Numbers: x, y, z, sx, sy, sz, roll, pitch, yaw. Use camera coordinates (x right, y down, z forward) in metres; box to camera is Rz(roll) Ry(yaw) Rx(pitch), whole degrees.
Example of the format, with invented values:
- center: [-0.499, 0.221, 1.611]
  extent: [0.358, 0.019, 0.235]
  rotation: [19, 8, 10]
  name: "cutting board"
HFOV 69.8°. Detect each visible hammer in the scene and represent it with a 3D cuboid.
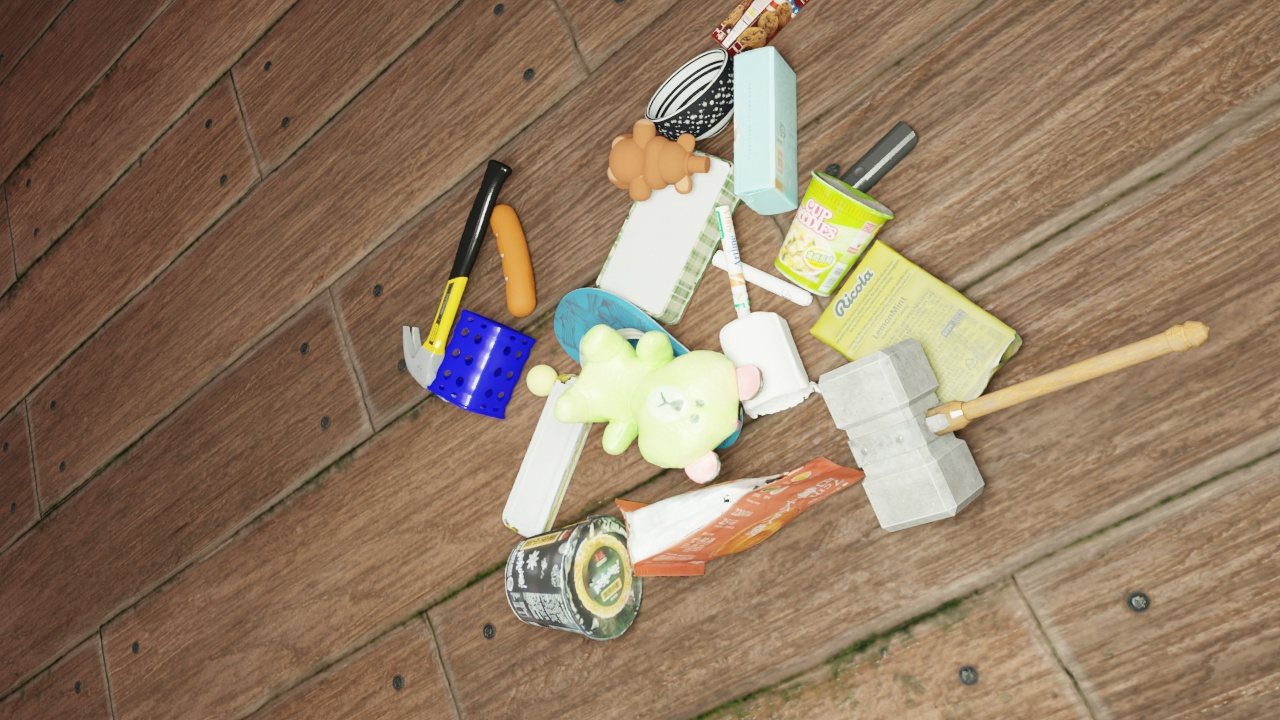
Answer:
- center: [-0.245, -0.115, 1.243]
  extent: [0.127, 0.029, 0.324]
  rotation: [30, 105, 36]
  name: "hammer"
- center: [0.325, 0.030, 0.800]
  extent: [0.319, 0.082, 0.162]
  rotation: [-28, 83, 43]
  name: "hammer"

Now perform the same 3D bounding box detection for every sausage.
- center: [-0.169, -0.136, 1.224]
  extent: [0.045, 0.039, 0.164]
  rotation: [-25, 69, 27]
  name: "sausage"

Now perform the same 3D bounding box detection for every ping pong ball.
- center: [-0.124, 0.025, 1.164]
  extent: [0.040, 0.040, 0.040]
  rotation: [-7, 77, 29]
  name: "ping pong ball"

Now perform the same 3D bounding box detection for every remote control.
- center: [0.241, -0.202, 1.013]
  extent: [0.147, 0.015, 0.033]
  rotation: [-43, 62, 16]
  name: "remote control"

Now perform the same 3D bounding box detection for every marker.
- center: [0.139, -0.094, 1.048]
  extent: [0.133, 0.017, 0.020]
  rotation: [29, 133, 31]
  name: "marker"
- center: [0.108, -0.104, 1.048]
  extent: [0.017, 0.017, 0.145]
  rotation: [-11, 91, 28]
  name: "marker"

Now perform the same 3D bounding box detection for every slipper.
- center: [-0.006, 0.006, 1.069]
  extent: [0.295, 0.060, 0.118]
  rotation: [35, 123, 28]
  name: "slipper"

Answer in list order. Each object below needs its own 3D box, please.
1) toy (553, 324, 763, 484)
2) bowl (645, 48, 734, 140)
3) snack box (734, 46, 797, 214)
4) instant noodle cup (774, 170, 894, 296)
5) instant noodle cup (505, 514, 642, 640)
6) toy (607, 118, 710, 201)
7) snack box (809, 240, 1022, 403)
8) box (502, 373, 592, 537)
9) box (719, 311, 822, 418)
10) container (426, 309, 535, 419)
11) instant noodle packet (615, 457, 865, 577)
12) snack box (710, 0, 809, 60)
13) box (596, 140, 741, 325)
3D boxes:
- center: [0.019, 0.042, 0.984]
  extent: [0.197, 0.107, 0.150]
  rotation: [24, 94, 9]
  name: "toy"
- center: [0.073, -0.305, 1.095]
  extent: [0.120, 0.066, 0.120]
  rotation: [-32, 32, 23]
  name: "bowl"
- center: [0.144, -0.260, 1.047]
  extent: [0.053, 0.075, 0.174]
  rotation: [-4, 78, 30]
  name: "snack box"
- center: [0.199, -0.132, 0.978]
  extent: [0.099, 0.098, 0.108]
  rotation: [42, 115, 30]
  name: "instant noodle cup"
- center: [-0.082, 0.249, 1.048]
  extent: [0.112, 0.137, 0.137]
  rotation: [-13, 74, 36]
  name: "instant noodle cup"
- center: [0.022, -0.232, 1.072]
  extent: [0.128, 0.065, 0.095]
  rotation: [8, 101, 24]
  name: "toy"
- center: [0.281, -0.025, 0.939]
  extent: [0.181, 0.045, 0.121]
  rotation: [40, 103, 28]
  name: "snack box"
- center: [-0.109, 0.119, 1.146]
  extent: [0.064, 0.037, 0.210]
  rotation: [22, 91, 26]
  name: "box"
- center: [0.161, 0.016, 0.980]
  extent: [0.126, 0.084, 0.155]
  rotation: [-22, 71, 18]
  name: "box"
- center: [-0.205, 0.004, 1.191]
  extent: [0.085, 0.084, 0.113]
  rotation: [24, 91, 33]
  name: "container"
- center: [0.111, 0.149, 0.931]
  extent: [0.221, 0.164, 0.084]
  rotation: [-25, 67, 24]
  name: "instant noodle packet"
- center: [0.153, -0.418, 1.087]
  extent: [0.141, 0.051, 0.031]
  rotation: [-43, 62, 16]
  name: "snack box"
- center: [0.037, -0.154, 1.104]
  extent: [0.118, 0.051, 0.205]
  rotation: [27, 93, 35]
  name: "box"
